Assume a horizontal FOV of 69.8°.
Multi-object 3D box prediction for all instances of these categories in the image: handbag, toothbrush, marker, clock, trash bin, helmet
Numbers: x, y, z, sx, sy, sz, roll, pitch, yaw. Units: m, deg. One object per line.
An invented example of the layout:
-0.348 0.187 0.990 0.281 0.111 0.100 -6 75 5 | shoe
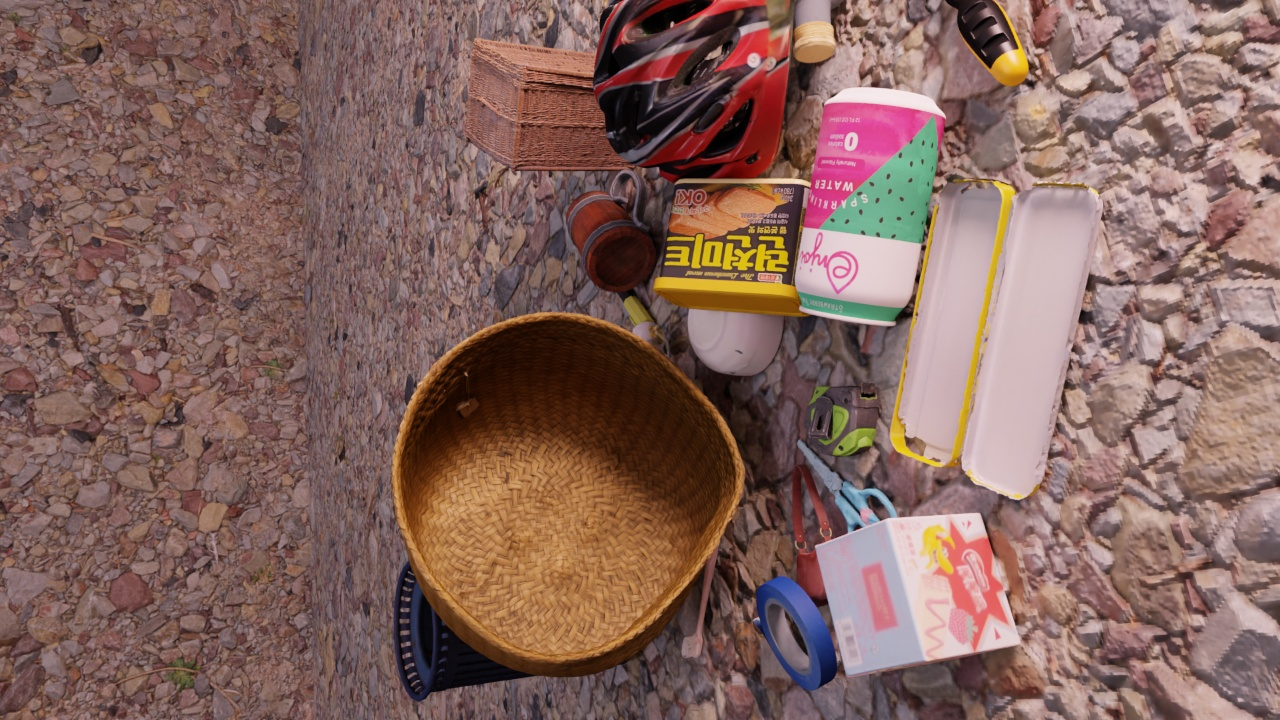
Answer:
0.145 0.145 0.778 0.055 0.029 0.119 133 137 -54 | handbag
0.065 0.213 0.912 0.016 0.018 0.181 26 109 57 | toothbrush
-0.016 -0.073 1.067 0.123 0.017 0.021 57 134 46 | marker
-0.006 0.006 0.990 0.126 0.052 0.088 -14 73 57 | clock
-0.126 0.279 0.998 0.139 0.249 0.139 -7 81 59 | trash bin
0.047 -0.261 0.796 0.272 0.166 0.217 155 107 -75 | helmet
0.231 -0.266 0.660 0.031 0.030 0.196 -34 52 29 | toothbrush

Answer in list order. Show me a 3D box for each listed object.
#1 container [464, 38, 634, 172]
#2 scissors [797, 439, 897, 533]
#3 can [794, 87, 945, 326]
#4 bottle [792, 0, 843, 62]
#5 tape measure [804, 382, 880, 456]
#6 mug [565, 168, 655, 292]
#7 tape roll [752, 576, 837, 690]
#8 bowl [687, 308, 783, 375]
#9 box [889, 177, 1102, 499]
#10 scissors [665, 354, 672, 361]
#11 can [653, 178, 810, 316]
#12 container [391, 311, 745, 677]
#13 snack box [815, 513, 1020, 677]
-0.090 -0.284 1.034 0.114 0.198 0.113 39 126 40 | container
0.166 0.108 0.760 0.136 0.015 0.057 58 134 52 | scissors
0.170 -0.114 0.690 0.088 0.088 0.166 23 108 58 | can
0.140 -0.333 0.771 0.046 0.072 0.161 146 122 -73 | bottle
0.160 0.049 0.745 0.066 0.035 0.058 -9 81 58 | tape measure
-0.028 -0.154 1.047 0.117 0.081 0.111 -52 39 19 | mug
0.129 0.228 0.767 0.091 0.016 0.093 53 154 36 | tape roll
0.083 -0.038 0.866 0.105 0.054 0.105 -6 83 57 | bowl
0.241 -0.020 0.633 0.127 0.023 0.209 21 105 54 | box
0.015 0.052 1.012 0.125 0.011 0.128 47 124 50 | scissors
0.087 -0.098 0.791 0.131 0.072 0.101 6 82 26 | can
-0.078 0.133 0.865 0.197 0.306 0.306 109 151 -62 | container
0.189 0.160 0.632 0.080 0.094 0.093 -39 55 51 | snack box
